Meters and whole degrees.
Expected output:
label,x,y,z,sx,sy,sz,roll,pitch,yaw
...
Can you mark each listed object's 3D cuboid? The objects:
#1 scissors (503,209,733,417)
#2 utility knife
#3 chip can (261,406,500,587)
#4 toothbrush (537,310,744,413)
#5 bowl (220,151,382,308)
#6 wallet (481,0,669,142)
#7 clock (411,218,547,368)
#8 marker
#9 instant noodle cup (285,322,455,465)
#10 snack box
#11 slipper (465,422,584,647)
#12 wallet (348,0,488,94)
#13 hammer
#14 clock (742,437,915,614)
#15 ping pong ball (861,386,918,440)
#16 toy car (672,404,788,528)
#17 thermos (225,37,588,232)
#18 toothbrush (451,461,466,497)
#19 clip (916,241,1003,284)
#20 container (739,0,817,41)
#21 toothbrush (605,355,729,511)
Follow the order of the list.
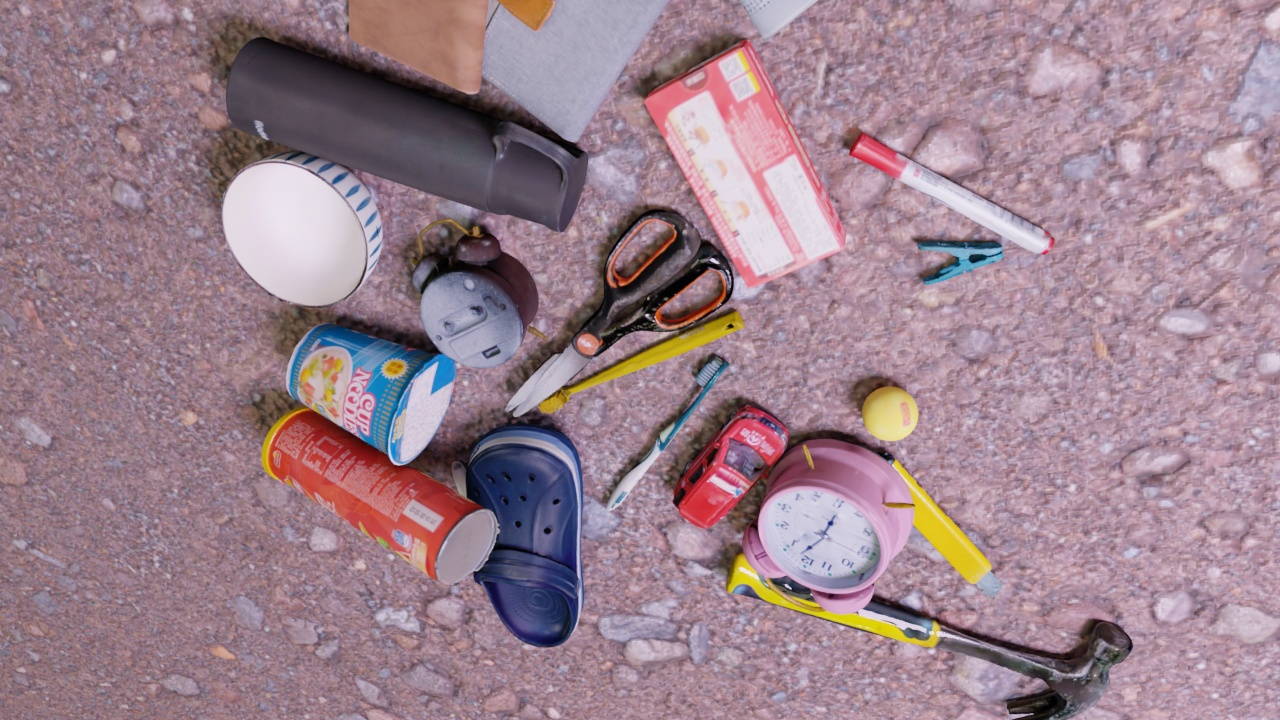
label,x,y,z,sx,sy,sz,roll,pitch,yaw
scissors,-0.020,-0.012,0.708,0.139,0.021,0.236,25,120,-3
utility knife,0.235,0.133,0.736,0.176,0.015,0.033,46,129,-14
chip can,-0.222,0.110,0.773,0.217,0.073,0.073,23,126,27
toothbrush,-0.004,0.004,0.724,0.190,0.016,0.016,-23,111,26
bowl,-0.247,-0.105,0.696,0.116,0.066,0.117,6,122,10
wallet,-0.052,-0.222,0.590,0.106,0.036,0.130,35,123,-8
clock,-0.128,-0.051,0.702,0.082,0.055,0.122,-22,111,26
marker,0.204,-0.108,0.599,0.145,0.017,0.017,28,123,-2
instant noodle cup,-0.225,0.021,0.755,0.110,0.099,0.099,21,124,11
snack box,0.073,-0.128,0.618,0.075,0.025,0.153,-22,112,27
slipper,-0.106,0.169,0.808,0.105,0.095,0.253,5,125,9
wallet,-0.146,-0.242,0.599,0.115,0.020,0.101,29,126,20
hammer,0.232,0.233,0.788,0.323,0.031,0.126,16,122,6
clock,0.144,0.139,0.726,0.117,0.059,0.159,27,129,14
ping pong ball,0.184,0.039,0.679,0.040,0.040,0.040,7,122,11
toy car,0.071,0.088,0.738,0.053,0.045,0.121,31,121,-6
thermos,-0.158,-0.161,0.631,0.242,0.068,0.090,18,158,4
toothbrush,-0.149,0.170,0.864,0.016,0.016,0.180,-4,119,15
clip,0.216,-0.070,0.621,0.055,0.013,0.034,-4,120,20
container,0.076,-0.255,0.505,0.090,0.090,0.111,-33,104,29
toothbrush,0.016,0.064,0.756,0.018,0.016,0.192,38,123,3
